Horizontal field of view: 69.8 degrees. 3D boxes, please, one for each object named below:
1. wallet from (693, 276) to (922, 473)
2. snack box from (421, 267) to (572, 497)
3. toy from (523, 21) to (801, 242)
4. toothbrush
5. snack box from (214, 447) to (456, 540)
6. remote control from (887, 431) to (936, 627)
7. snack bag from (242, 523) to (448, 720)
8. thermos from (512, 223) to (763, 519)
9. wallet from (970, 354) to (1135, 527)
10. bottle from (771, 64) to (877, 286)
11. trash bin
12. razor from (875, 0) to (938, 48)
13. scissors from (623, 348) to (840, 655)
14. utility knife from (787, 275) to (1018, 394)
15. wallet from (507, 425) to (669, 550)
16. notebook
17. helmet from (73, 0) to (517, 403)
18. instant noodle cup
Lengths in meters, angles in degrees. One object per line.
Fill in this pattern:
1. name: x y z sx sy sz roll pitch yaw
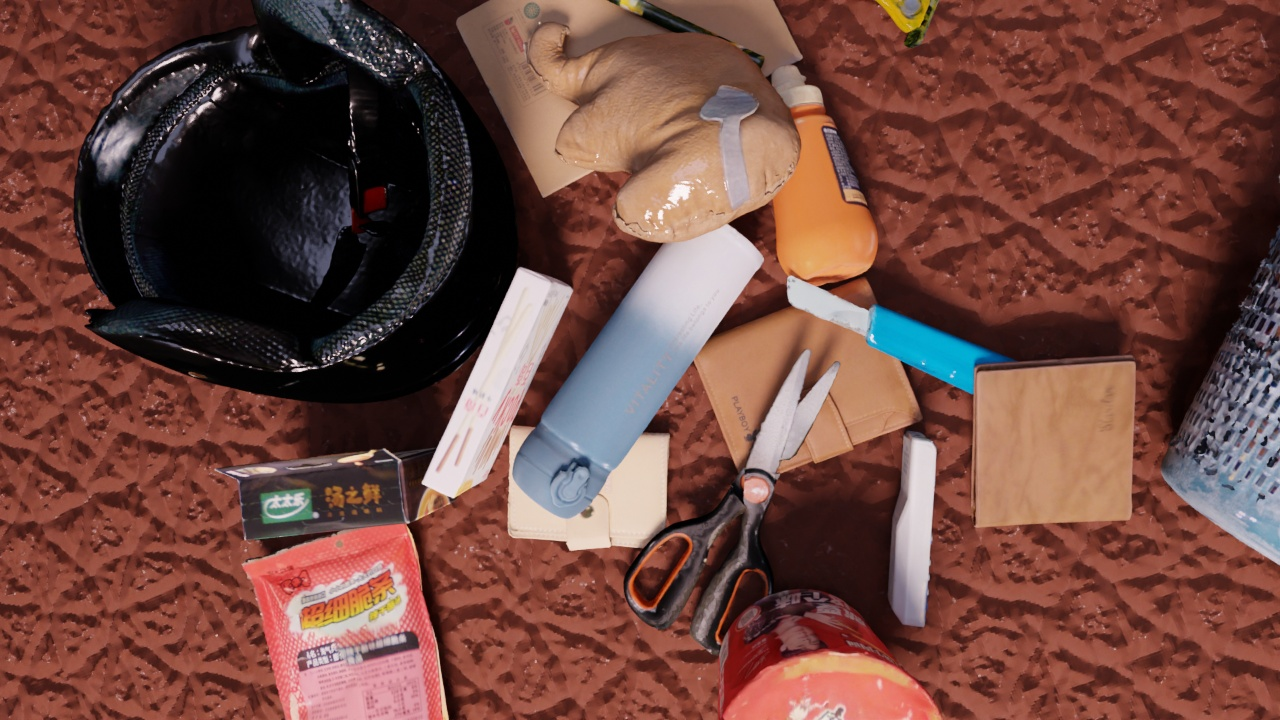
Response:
1. wallet: 0.112 0.016 0.630 0.132 0.031 0.108 -21 86 8
2. snack box: -0.095 0.013 0.628 0.027 0.084 0.157 25 94 4
3. toy: 0.010 -0.166 0.601 0.143 0.083 0.226 -26 51 -15
4. toothbrush: 0.003 -0.248 0.641 0.186 0.012 0.017 28 83 6
5. snack box: -0.199 0.085 0.621 0.113 0.125 0.053 -7 89 7
6. remote control: 0.181 0.111 0.612 0.024 0.049 0.125 4 91 10
7. snack bag: -0.201 0.226 0.658 0.128 0.073 0.207 -16 83 3
8. thermos: -0.004 0.004 0.613 0.070 0.070 0.220 34 87 6
9. wallet: 0.270 0.055 0.602 0.101 0.020 0.115 -5 107 7
10. bottle: 0.113 -0.127 0.616 0.067 0.067 0.149 -13 81 7
11. trash bin: 0.417 0.027 0.514 0.226 0.226 0.195 30 106 6
12. razor: 0.136 -0.256 0.623 0.132 0.028 0.043 22 97 4
13. scissors: 0.057 0.093 0.616 0.161 0.021 0.234 2 104 8
14. utility knife: 0.186 -0.010 0.604 0.203 0.018 0.034 23 99 -7
15. wallet: -0.038 0.092 0.653 0.115 0.024 0.087 2 92 6
16. notebook: -0.011 -0.229 0.654 0.208 0.008 0.148 -27 87 6
17. helmet: -0.207 -0.090 0.573 0.275 0.230 0.233 18 82 23
18. instant noodle cup: 0.109 0.216 0.581 0.138 0.108 0.138 0 104 -1
